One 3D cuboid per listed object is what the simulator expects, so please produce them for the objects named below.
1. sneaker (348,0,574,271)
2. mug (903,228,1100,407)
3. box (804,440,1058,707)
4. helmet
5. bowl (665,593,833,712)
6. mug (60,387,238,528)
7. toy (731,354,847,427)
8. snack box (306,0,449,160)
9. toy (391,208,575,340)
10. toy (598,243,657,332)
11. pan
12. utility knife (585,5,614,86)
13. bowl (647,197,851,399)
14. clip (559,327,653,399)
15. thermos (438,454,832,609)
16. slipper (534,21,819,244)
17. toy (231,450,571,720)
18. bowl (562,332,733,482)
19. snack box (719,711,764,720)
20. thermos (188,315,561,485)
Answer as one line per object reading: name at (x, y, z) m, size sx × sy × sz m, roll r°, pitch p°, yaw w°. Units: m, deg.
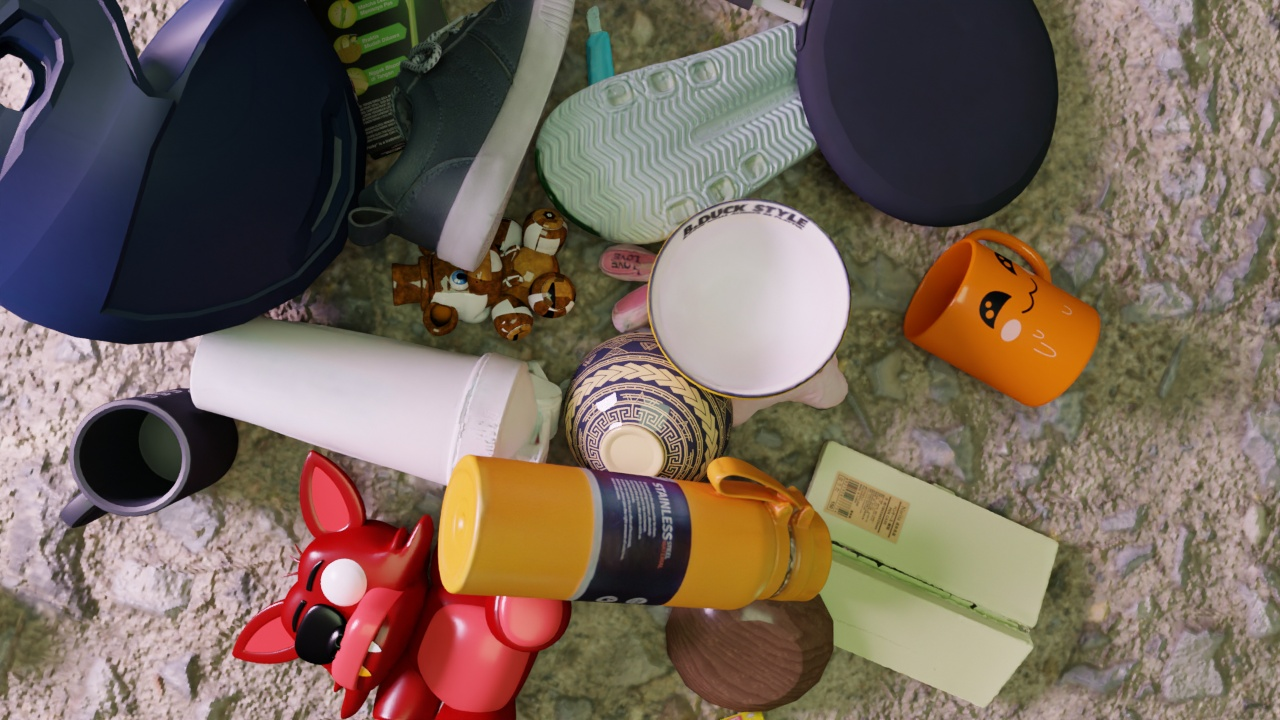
sneaker at (-0.101, -0.159, 0.548) m, size 0.087 × 0.089 × 0.235 m, roll 20°, pitch 62°, yaw -9°
mug at (0.245, -0.039, 0.621) m, size 0.096 × 0.078 × 0.112 m, roll 28°, pitch 61°, yaw -5°
box at (0.188, 0.152, 0.640) m, size 0.187 × 0.047 × 0.141 m, roll 25°, pitch 90°, yaw -4°
helmet at (-0.255, -0.135, 0.509) m, size 0.223 × 0.232 × 0.272 m, roll 36°, pitch 79°, yaw -36°
bowl at (0.075, 0.197, 0.625) m, size 0.118 × 0.030 × 0.118 m, roll 1°, pitch 110°, yaw 3°
mug at (-0.320, 0.067, 0.585) m, size 0.105 × 0.077 × 0.071 m, roll -41°, pitch 95°, yaw 0°
toy at (0.088, -0.006, 0.615) m, size 0.099 × 0.052 × 0.096 m, roll -10°, pitch 109°, yaw -5°
snack box at (-0.167, -0.217, 0.602) m, size 0.080 × 0.025 × 0.147 m, roll -21°, pitch 95°, yaw -2°
toy at (-0.104, -0.054, 0.598) m, size 0.112 × 0.067 × 0.087 m, roll -3°, pitch 69°, yaw -15°
toy at (0.028, -0.060, 0.614) m, size 0.110 × 0.047 × 0.063 m, roll -18°, pitch 86°, yaw 1°
pan at (0.122, -0.208, 0.578) m, size 0.356 × 0.021 × 0.198 m, roll 16°, pitch 83°, yaw -17°
utility knife at (-0.024, -0.178, 0.619) m, size 0.022 × 0.015 × 0.123 m, roll -4°, pitch 92°, yaw -16°
bowl at (0.064, -0.033, 0.557) m, size 0.117 × 0.067 × 0.117 m, roll 0°, pitch 86°, yaw 2°
clip at (-0.004, 0.005, 0.631) m, size 0.101 × 0.040 × 0.054 m, roll 5°, pitch 112°, yaw -5°
thermos at (0.007, 0.102, 0.539) m, size 0.232 × 0.092 × 0.076 m, roll 11°, pitch 51°, yaw -24°
slipper at (0.047, -0.149, 0.599) m, size 0.245 × 0.074 × 0.104 m, roll -28°, pitch 96°, yaw -17°
toy at (-0.152, 0.166, 0.587) m, size 0.197 × 0.120 × 0.158 m, roll 23°, pitch 100°, yaw 3°
bowl at (0.001, 0.045, 0.589) m, size 0.112 × 0.061 × 0.112 m, roll 5°, pitch 116°, yaw 10°
snack box at (0.021, 0.285, 0.639) m, size 0.148 × 0.040 × 0.029 m, roll -17°, pitch 95°, yaw -2°
thermos at (-0.163, 0.023, 0.588) m, size 0.220 × 0.099 × 0.099 m, roll 15°, pitch 93°, yaw 0°
